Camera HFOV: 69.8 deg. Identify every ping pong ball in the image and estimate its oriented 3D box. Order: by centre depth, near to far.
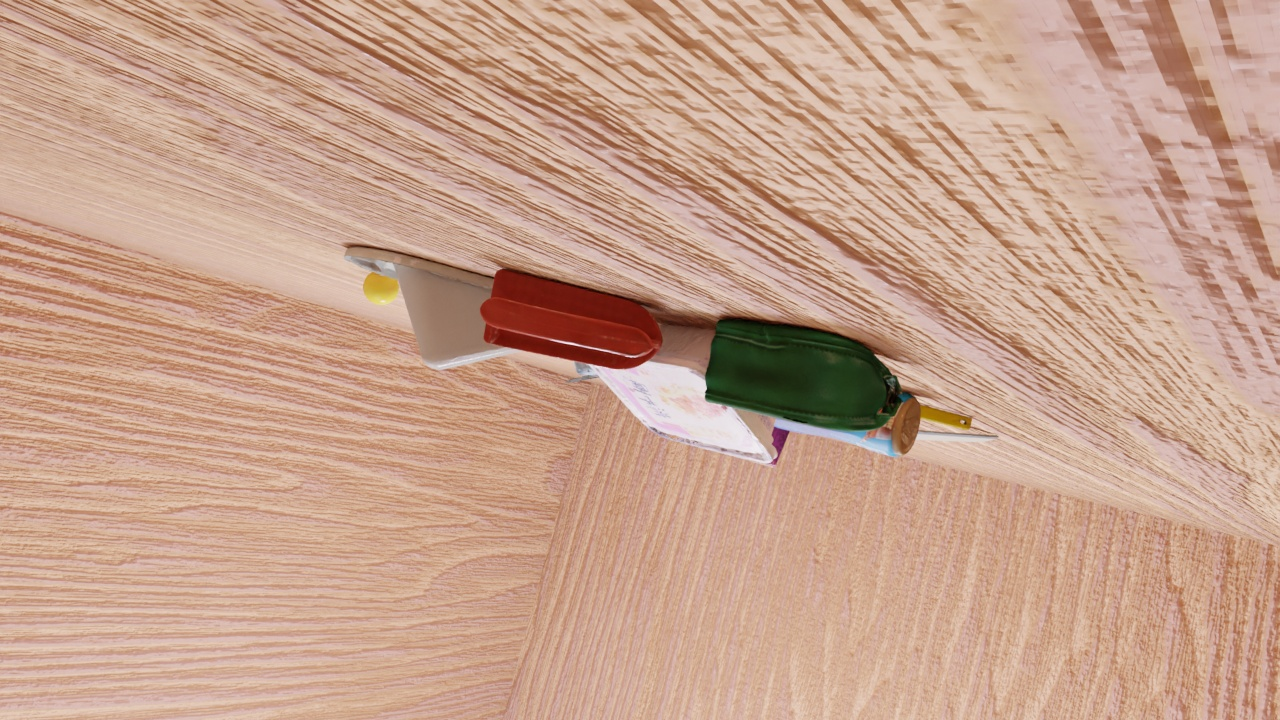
[{"bbox_3d":[-0.299,-0.084,1.058,0.040,0.040,0.040,15,177,1],"label":"ping pong ball"}]

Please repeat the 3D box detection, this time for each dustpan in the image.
[{"bbox_3d":[-0.158,-0.072,0.942,0.257,0.142,0.223,-14,-178,-10],"label":"dustpan"}]

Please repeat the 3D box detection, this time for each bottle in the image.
[{"bbox_3d":[0.178,0.046,0.959,0.219,0.065,0.065,13,176,36],"label":"bottle"}]

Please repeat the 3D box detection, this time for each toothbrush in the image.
[{"bbox_3d":[0.262,0.045,0.996,0.190,0.015,0.016,14,-179,7],"label":"toothbrush"}]

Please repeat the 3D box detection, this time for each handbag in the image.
[{"bbox_3d":[0.121,0.011,0.701,0.131,0.068,0.120,10,-178,42],"label":"handbag"}]

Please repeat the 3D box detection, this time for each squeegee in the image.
[{"bbox_3d":[0.284,0.087,1.205,0.246,0.039,0.247,5,-175,-18],"label":"squeegee"}]

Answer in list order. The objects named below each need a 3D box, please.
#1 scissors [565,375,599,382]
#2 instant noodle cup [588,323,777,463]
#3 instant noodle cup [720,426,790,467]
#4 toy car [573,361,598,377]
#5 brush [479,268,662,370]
[{"bbox_3d":[-0.009,0.004,1.035,0.162,0.012,0.175,-2,-157,-12],"label":"scissors"},{"bbox_3d":[0.046,0.021,0.832,0.174,0.060,0.138,11,149,51],"label":"instant noodle cup"},{"bbox_3d":[0.149,0.083,1.207,0.111,0.099,0.111,16,178,0],"label":"instant noodle cup"},{"bbox_3d":[-0.028,-0.007,0.968,0.091,0.043,0.034,-7,177,14],"label":"toy car"},{"bbox_3d":[-0.054,-0.029,0.745,0.146,0.063,0.069,13,-170,5],"label":"brush"}]
